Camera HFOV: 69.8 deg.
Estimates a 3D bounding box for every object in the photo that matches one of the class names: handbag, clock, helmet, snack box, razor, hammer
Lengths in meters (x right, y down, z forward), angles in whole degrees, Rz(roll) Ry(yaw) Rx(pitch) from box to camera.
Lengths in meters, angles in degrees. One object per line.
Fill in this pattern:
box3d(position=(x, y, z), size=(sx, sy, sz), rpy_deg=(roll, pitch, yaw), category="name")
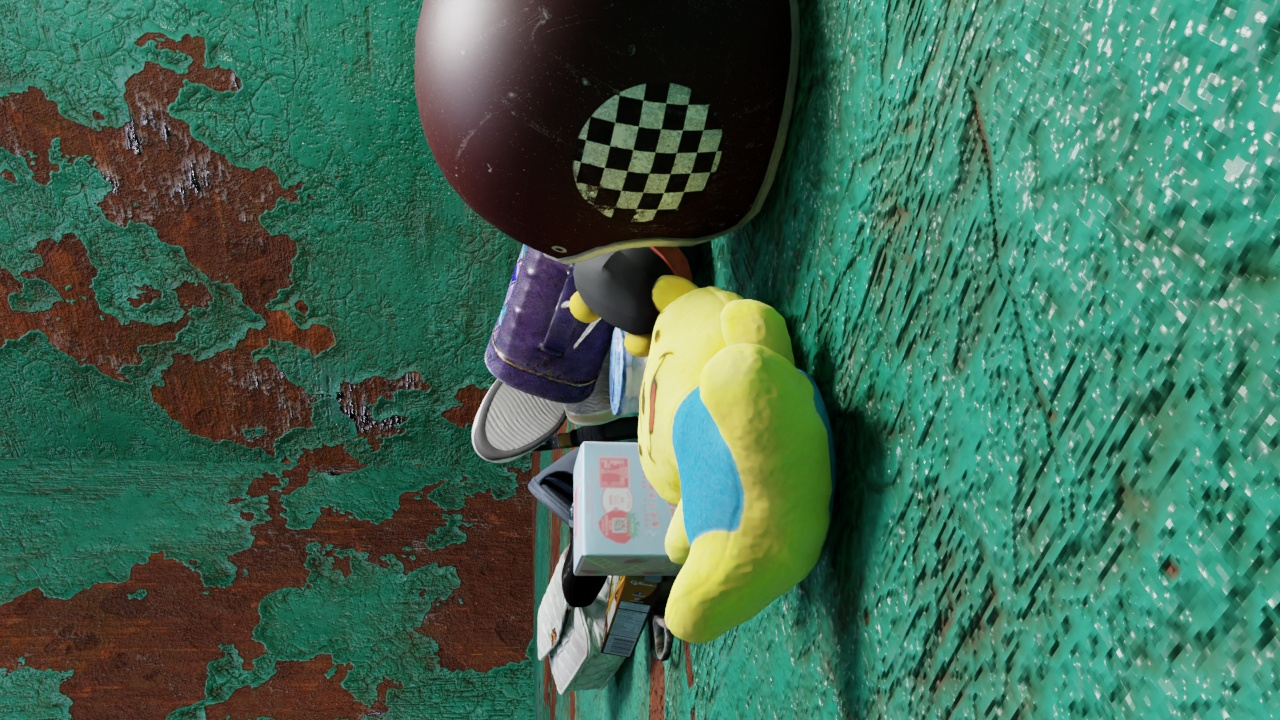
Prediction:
box3d(position=(-0.072, -0.081, 0.962), size=(0.221, 0.125, 0.205), rpy_deg=(-88, 19, -62), category="handbag")
box3d(position=(-0.005, 0.005, 0.911), size=(0.125, 0.052, 0.089), rpy_deg=(-115, 28, -71), category="clock")
box3d(position=(-0.076, 0.309, 1.088), size=(0.195, 0.072, 0.138), rpy_deg=(112, 147, -51), category="handbag")
box3d(position=(-0.015, -0.179, 0.585), size=(0.234, 0.253, 0.233), rpy_deg=(115, 148, -47), category="helmet")
box3d(position=(-0.005, 0.122, 0.747), size=(0.080, 0.094, 0.092), rpy_deg=(109, 160, -64), category="snack box")
box3d(position=(-0.005, 0.199, 0.867), size=(0.186, 0.031, 0.100), rpy_deg=(104, 175, -53), category="snack box")
box3d(position=(-0.057, 0.201, 0.968), size=(0.063, 0.053, 0.141), rpy_deg=(-112, 28, -52), category="razor")
box3d(position=(-0.068, 0.095, 1.154), size=(0.333, 0.117, 0.025), rpy_deg=(154, 110, -74), category="hammer")

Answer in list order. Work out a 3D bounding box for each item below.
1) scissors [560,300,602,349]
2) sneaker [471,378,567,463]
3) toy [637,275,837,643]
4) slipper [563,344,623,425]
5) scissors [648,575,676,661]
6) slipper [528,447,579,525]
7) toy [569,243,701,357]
box3d(position=(-0.007, -0.081, 0.820), size=(0.142, 0.014, 0.164), rpy_deg=(9, 77, 38), category="scissors")
box3d(position=(-0.139, 0.057, 1.181), size=(0.129, 0.097, 0.262), rpy_deg=(-45, -1, 42), category="sneaker")
box3d(position=(0.045, 0.038, 0.494), size=(0.214, 0.084, 0.149), rpy_deg=(-118, 39, -75), category="toy")
box3d(position=(-0.059, 0.005, 1.091), size=(0.262, 0.115, 0.052), rpy_deg=(-106, 2, -59), category="slipper")
box3d(position=(0.017, 0.220, 0.849), size=(0.163, 0.012, 0.154), rpy_deg=(-101, 18, -70), category="scissors")
box3d(position=(-0.064, 0.146, 1.109), size=(0.082, 0.101, 0.263), rpy_deg=(-54, -5, 1), category="slipper")
box3d(position=(0.005, -0.080, 0.741), size=(0.119, 0.097, 0.100), rpy_deg=(-48, -23, -22), category="toy")
